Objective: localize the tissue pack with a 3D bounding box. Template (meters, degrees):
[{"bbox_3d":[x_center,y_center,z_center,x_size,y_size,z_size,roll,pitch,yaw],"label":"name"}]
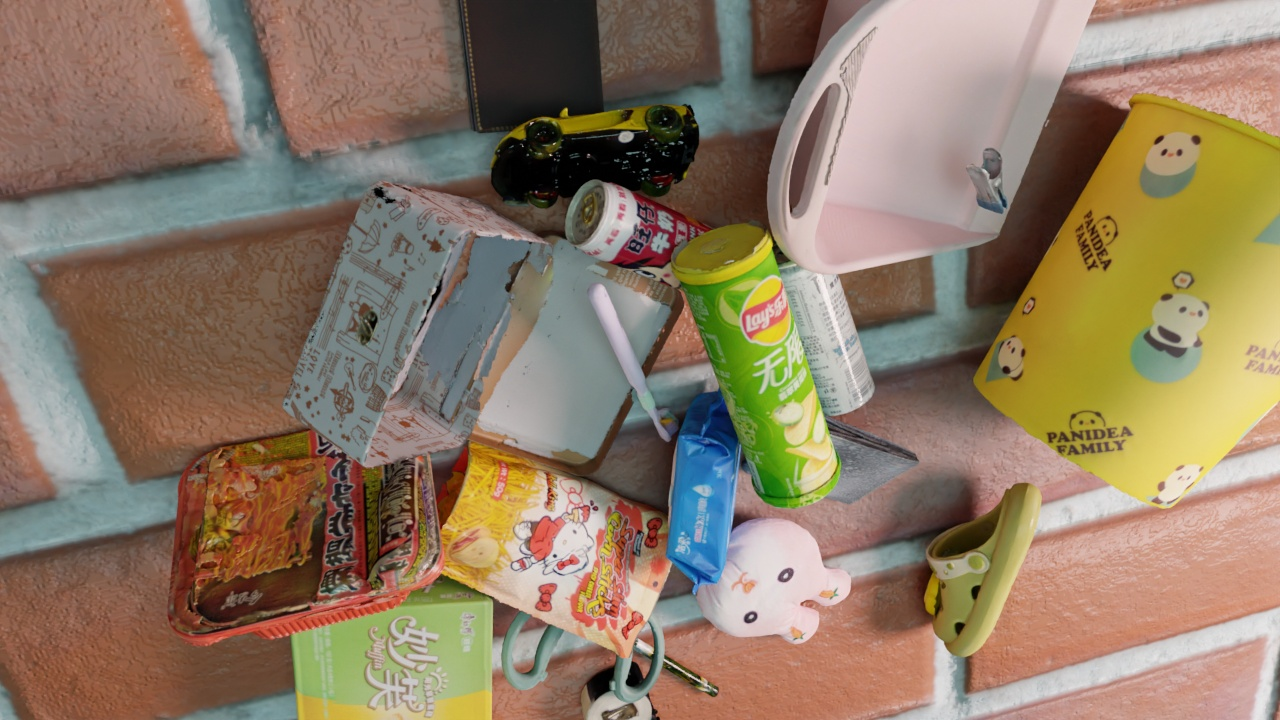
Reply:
[{"bbox_3d":[0.052,0.106,0.758,0.052,0.094,0.157,7,111,9],"label":"tissue pack"}]

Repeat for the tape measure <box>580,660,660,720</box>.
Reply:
[{"bbox_3d":[-0.022,0.323,0.860,0.066,0.033,0.066,-21,113,-5],"label":"tape measure"}]

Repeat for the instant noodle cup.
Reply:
[{"bbox_3d":[-0.240,0.128,0.674,0.188,0.164,0.079,-11,137,-8],"label":"instant noodle cup"}]

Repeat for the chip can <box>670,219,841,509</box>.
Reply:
[{"bbox_3d":[0.090,0.010,0.675,0.072,0.072,0.221,-24,118,-3],"label":"chip can"}]

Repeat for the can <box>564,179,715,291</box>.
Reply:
[{"bbox_3d":[0.012,-0.087,0.674,0.132,0.053,0.053,17,107,-36],"label":"can"}]

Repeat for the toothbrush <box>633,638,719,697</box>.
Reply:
[{"bbox_3d":[0.007,0.271,0.854,0.186,0.017,0.012,38,82,-23],"label":"toothbrush"}]

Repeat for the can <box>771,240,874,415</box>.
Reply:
[{"bbox_3d":[0.143,-0.028,0.744,0.058,0.058,0.147,-26,114,-2],"label":"can"}]

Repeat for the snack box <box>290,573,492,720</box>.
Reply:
[{"bbox_3d":[-0.206,0.275,0.777,0.157,0.070,0.210,-1,112,-13],"label":"snack box"}]

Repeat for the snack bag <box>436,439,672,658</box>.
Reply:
[{"bbox_3d":[-0.070,0.152,0.756,0.207,0.073,0.128,28,71,-20],"label":"snack bag"}]

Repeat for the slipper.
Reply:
[{"bbox_3d":[0.314,0.189,0.869,0.082,0.091,0.191,24,120,20],"label":"slipper"}]

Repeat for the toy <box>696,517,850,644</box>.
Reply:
[{"bbox_3d":[0.126,0.206,0.840,0.159,0.054,0.121,29,103,-30],"label":"toy"}]

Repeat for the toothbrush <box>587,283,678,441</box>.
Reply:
[{"bbox_3d":[-0.004,0.004,0.699,0.021,0.029,0.189,-10,142,14],"label":"toothbrush"}]

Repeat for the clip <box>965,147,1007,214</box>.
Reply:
[{"bbox_3d":[0.262,-0.133,0.691,0.029,0.025,0.057,-44,138,-10],"label":"clip"}]

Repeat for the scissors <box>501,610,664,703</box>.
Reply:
[{"bbox_3d":[-0.030,0.237,0.812,0.179,0.019,0.172,41,81,-17],"label":"scissors"}]

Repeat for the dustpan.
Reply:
[{"bbox_3d":[0.207,-0.156,0.645,0.273,0.138,0.223,0,125,-10],"label":"dustpan"}]

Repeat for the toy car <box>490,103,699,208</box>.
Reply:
[{"bbox_3d":[-0.031,-0.149,0.654,0.155,0.041,0.071,-10,150,-12],"label":"toy car"}]

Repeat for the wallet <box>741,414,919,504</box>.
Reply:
[{"bbox_3d":[0.163,0.088,0.793,0.120,0.019,0.097,20,142,-20],"label":"wallet"}]

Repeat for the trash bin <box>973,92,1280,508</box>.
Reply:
[{"bbox_3d":[0.416,-0.040,0.724,0.229,0.229,0.256,21,111,-20],"label":"trash bin"}]

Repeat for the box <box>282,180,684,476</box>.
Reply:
[{"bbox_3d":[-0.107,-0.013,0.674,0.273,0.124,0.179,12,110,-46],"label":"box"}]

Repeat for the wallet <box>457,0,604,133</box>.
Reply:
[{"bbox_3d":[-0.076,-0.223,0.637,0.096,0.020,0.122,-6,113,-7],"label":"wallet"}]
